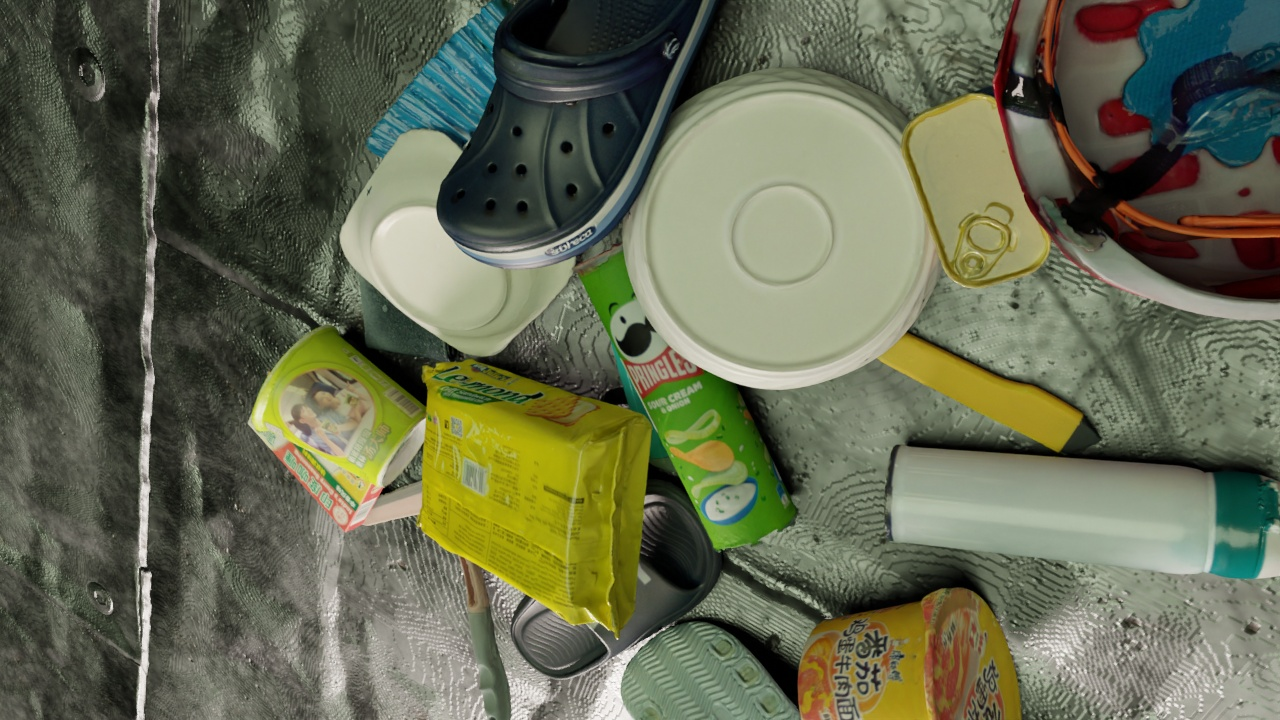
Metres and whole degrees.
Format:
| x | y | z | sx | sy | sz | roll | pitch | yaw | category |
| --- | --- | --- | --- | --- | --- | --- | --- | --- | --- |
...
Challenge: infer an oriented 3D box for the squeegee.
| x | y | z | sx | sy | sz | roll | pitch | yaw | category |
| --- | --- | --- | --- | --- | --- | --- | --- | --- | --- |
| -0.157 | 0.226 | 0.849 | 0.248 | 0.040 | 0.249 | -21 | 84 | 36 | squeegee |

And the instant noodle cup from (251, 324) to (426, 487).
| x | y | z | sx | sy | sz | roll | pitch | yaw | category |
| --- | --- | --- | --- | --- | --- | --- | --- | --- | --- |
| -0.255 | 0.048 | 0.809 | 0.123 | 0.111 | 0.112 | 34 | 121 | 3 | instant noodle cup |

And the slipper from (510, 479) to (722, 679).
| x | y | z | sx | sy | sz | roll | pitch | yaw | category |
| --- | --- | --- | --- | --- | --- | --- | --- | --- | --- |
| -0.035 | 0.207 | 0.768 | 0.110 | 0.083 | 0.269 | 45 | 124 | 3 | slipper |

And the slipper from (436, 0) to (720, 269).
| x | y | z | sx | sy | sz | roll | pitch | yaw | category |
| --- | --- | --- | --- | --- | --- | --- | --- | --- | --- |
| -0.034 | -0.167 | 0.536 | 0.105 | 0.095 | 0.253 | 34 | 93 | 24 | slipper |

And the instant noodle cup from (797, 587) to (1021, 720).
| x | y | z | sx | sy | sz | roll | pitch | yaw | category |
| --- | --- | --- | --- | --- | --- | --- | --- | --- | --- |
| 0.184 | 0.232 | 0.639 | 0.110 | 0.137 | 0.138 | -17 | 101 | 40 | instant noodle cup |

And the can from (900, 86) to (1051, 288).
| x | y | z | sx | sy | sz | roll | pitch | yaw | category |
| --- | --- | --- | --- | --- | --- | --- | --- | --- | --- |
| 0.196 | -0.102 | 0.522 | 0.057 | 0.083 | 0.102 | -18 | 101 | 32 | can |

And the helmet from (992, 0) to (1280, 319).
| x | y | z | sx | sy | sz | roll | pitch | yaw | category |
| --- | --- | --- | --- | --- | --- | --- | --- | --- | --- |
| 0.282 | -0.140 | 0.432 | 0.207 | 0.143 | 0.240 | -11 | 90 | 27 | helmet |

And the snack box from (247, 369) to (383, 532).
| x | y | z | sx | sy | sz | roll | pitch | yaw | category |
| --- | --- | --- | --- | --- | --- | --- | --- | --- | --- |
| -0.313 | 0.084 | 0.887 | 0.156 | 0.027 | 0.077 | 43 | 123 | 13 | snack box |

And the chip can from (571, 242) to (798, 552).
| x | y | z | sx | sy | sz | roll | pitch | yaw | category |
| --- | --- | --- | --- | --- | --- | --- | --- | --- | --- |
| 0.034 | 0.022 | 0.664 | 0.072 | 0.072 | 0.236 | -21 | 99 | 32 | chip can |

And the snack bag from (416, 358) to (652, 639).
| x | y | z | sx | sy | sz | roll | pitch | yaw | category |
| --- | --- | --- | --- | --- | --- | --- | --- | --- | --- |
| -0.096 | 0.095 | 0.708 | 0.247 | 0.068 | 0.158 | 15 | 105 | 41 | snack bag |

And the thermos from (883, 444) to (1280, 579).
| x | y | z | sx | sy | sz | roll | pitch | yaw | category |
| --- | --- | --- | --- | --- | --- | --- | --- | --- | --- |
| 0.272 | 0.095 | 0.574 | 0.225 | 0.073 | 0.073 | 2 | 110 | 26 | thermos |

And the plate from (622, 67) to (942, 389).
| x | y | z | sx | sy | sz | roll | pitch | yaw | category |
| --- | --- | --- | --- | --- | --- | --- | --- | --- | --- |
| 0.088 | -0.078 | 0.573 | 0.205 | 0.045 | 0.205 | 2 | 101 | 8 | plate |

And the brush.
| x | y | z | sx | sy | sz | roll | pitch | yaw | category |
| --- | --- | --- | --- | --- | --- | --- | --- | --- | --- |
| -0.065 | -0.212 | 0.638 | 0.315 | 0.060 | 0.109 | -37 | 96 | 31 | brush |

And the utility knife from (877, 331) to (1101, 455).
| x | y | z | sx | sy | sz | roll | pitch | yaw | category |
| --- | --- | --- | --- | --- | --- | --- | --- | --- | --- |
| 0.202 | 0.005 | 0.602 | 0.202 | 0.015 | 0.033 | 29 | 121 | 14 | utility knife |

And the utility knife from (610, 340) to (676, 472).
| x | y | z | sx | sy | sz | roll | pitch | yaw | category |
| --- | --- | --- | --- | --- | --- | --- | --- | --- | --- |
| -0.004 | 0.004 | 0.710 | 0.029 | 0.013 | 0.183 | -8 | 107 | 26 | utility knife |

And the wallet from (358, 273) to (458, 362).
| x | y | z | sx | sy | sz | roll | pitch | yaw | category |
| --- | --- | --- | --- | --- | --- | --- | --- | --- | --- |
| -0.203 | -0.061 | 0.786 | 0.097 | 0.019 | 0.121 | 9 | 112 | 25 | wallet |

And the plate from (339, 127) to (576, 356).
| x | y | z | sx | sy | sz | roll | pitch | yaw | category |
| --- | --- | --- | --- | --- | --- | --- | --- | --- | --- |
| -0.148 | -0.076 | 0.701 | 0.164 | 0.034 | 0.164 | 38 | 128 | -13 | plate |

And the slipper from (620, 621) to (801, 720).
| x | y | z | sx | sy | sz | roll | pitch | yaw | category |
| --- | --- | --- | --- | --- | --- | --- | --- | --- | --- |
| 0.088 | 0.303 | 0.720 | 0.245 | 0.104 | 0.074 | 38 | 169 | 37 | slipper |
